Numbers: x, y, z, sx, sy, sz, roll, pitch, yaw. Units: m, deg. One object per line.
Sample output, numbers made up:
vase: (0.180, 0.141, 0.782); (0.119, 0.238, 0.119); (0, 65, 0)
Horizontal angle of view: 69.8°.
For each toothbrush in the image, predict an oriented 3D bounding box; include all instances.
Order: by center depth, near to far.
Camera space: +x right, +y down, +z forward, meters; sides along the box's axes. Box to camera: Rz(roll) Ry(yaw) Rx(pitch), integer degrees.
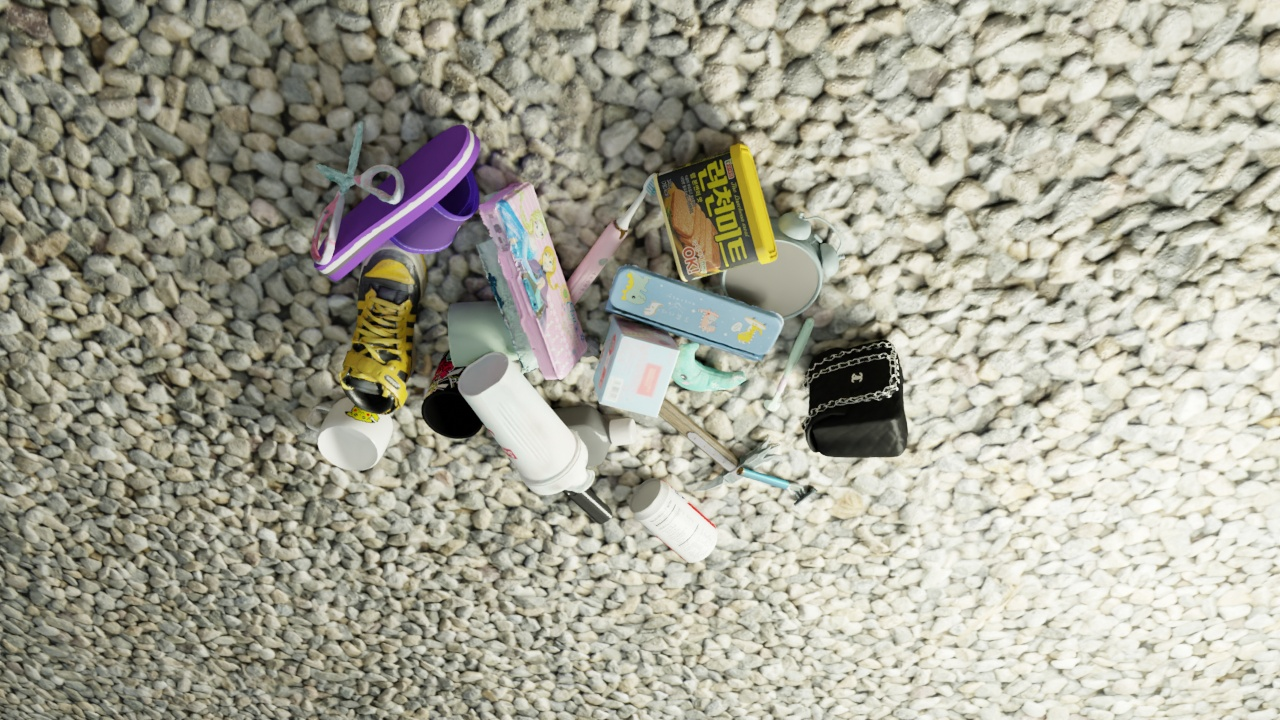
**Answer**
toothbrush: (-0.041, -0.139, 1.102); (0.027, 0.026, 0.223); (-4, 144, -46)
toothbrush: (0.195, 0.006, 1.195); (0.022, 0.015, 0.155); (14, 128, -6)

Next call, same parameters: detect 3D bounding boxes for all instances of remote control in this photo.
remote control: (-0.099, 0.196, 1.377); (0.033, 0.015, 0.147); (-30, 119, 26)

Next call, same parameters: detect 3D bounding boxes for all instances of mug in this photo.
mug: (-0.186, -0.021, 1.170); (0.104, 0.084, 0.111); (-3, 106, -3)
mug: (-0.222, 0.049, 1.225); (0.118, 0.098, 0.082); (25, 126, -12)
mug: (-0.415, 0.099, 1.306); (0.115, 0.068, 0.095); (23, 127, -11)

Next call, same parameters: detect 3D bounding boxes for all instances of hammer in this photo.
hammer: (0.033, 0.071, 1.256); (0.317, 0.028, 0.147); (40, 121, -22)

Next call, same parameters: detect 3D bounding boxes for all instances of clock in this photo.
clock: (0.165, -0.112, 1.088); (0.122, 0.045, 0.160); (40, 124, -23)

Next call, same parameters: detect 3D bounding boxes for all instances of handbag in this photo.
handbag: (0.257, 0.036, 1.126); (0.125, 0.153, 0.115); (-9, 130, 19)

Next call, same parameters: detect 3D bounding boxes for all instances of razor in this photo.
razor: (0.191, 0.174, 1.309); (0.143, 0.022, 0.042); (24, 127, -33)

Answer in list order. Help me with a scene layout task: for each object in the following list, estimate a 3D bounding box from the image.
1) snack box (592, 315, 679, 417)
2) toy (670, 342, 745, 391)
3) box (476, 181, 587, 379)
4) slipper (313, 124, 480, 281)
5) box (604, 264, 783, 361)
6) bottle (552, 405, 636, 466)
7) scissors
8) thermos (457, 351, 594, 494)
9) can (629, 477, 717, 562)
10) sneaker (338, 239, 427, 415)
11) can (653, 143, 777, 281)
snack box: (-0.007, 0.007, 1.149); (0.079, 0.094, 0.093); (15, 104, -13)
toy: (0.076, 0.013, 1.192); (0.105, 0.033, 0.085); (31, 144, -30)
box: (-0.137, -0.092, 1.096); (0.071, 0.084, 0.230); (-4, 118, 28)
slipper: (-0.260, -0.164, 1.063); (0.267, 0.107, 0.084); (-30, 129, 27)
box: (0.059, -0.048, 1.116); (0.209, 0.043, 0.125); (18, 158, -4)
bottle: (-0.093, 0.109, 1.289); (0.174, 0.046, 0.084); (-8, 126, 13)
scissors: (-0.324, -0.188, 1.034); (0.177, 0.170, 0.013); (12, 176, 37)
thermos: (-0.146, 0.086, 1.178); (0.099, 0.099, 0.220); (-17, 131, 18)
can: (0.050, 0.237, 1.356); (0.070, 0.070, 0.132); (-33, 118, 27)
sneaker: (-0.327, -0.033, 1.160); (0.086, 0.121, 0.239); (10, 129, -3)
can: (0.083, -0.161, 1.017); (0.101, 0.072, 0.131); (-14, 95, 19)
